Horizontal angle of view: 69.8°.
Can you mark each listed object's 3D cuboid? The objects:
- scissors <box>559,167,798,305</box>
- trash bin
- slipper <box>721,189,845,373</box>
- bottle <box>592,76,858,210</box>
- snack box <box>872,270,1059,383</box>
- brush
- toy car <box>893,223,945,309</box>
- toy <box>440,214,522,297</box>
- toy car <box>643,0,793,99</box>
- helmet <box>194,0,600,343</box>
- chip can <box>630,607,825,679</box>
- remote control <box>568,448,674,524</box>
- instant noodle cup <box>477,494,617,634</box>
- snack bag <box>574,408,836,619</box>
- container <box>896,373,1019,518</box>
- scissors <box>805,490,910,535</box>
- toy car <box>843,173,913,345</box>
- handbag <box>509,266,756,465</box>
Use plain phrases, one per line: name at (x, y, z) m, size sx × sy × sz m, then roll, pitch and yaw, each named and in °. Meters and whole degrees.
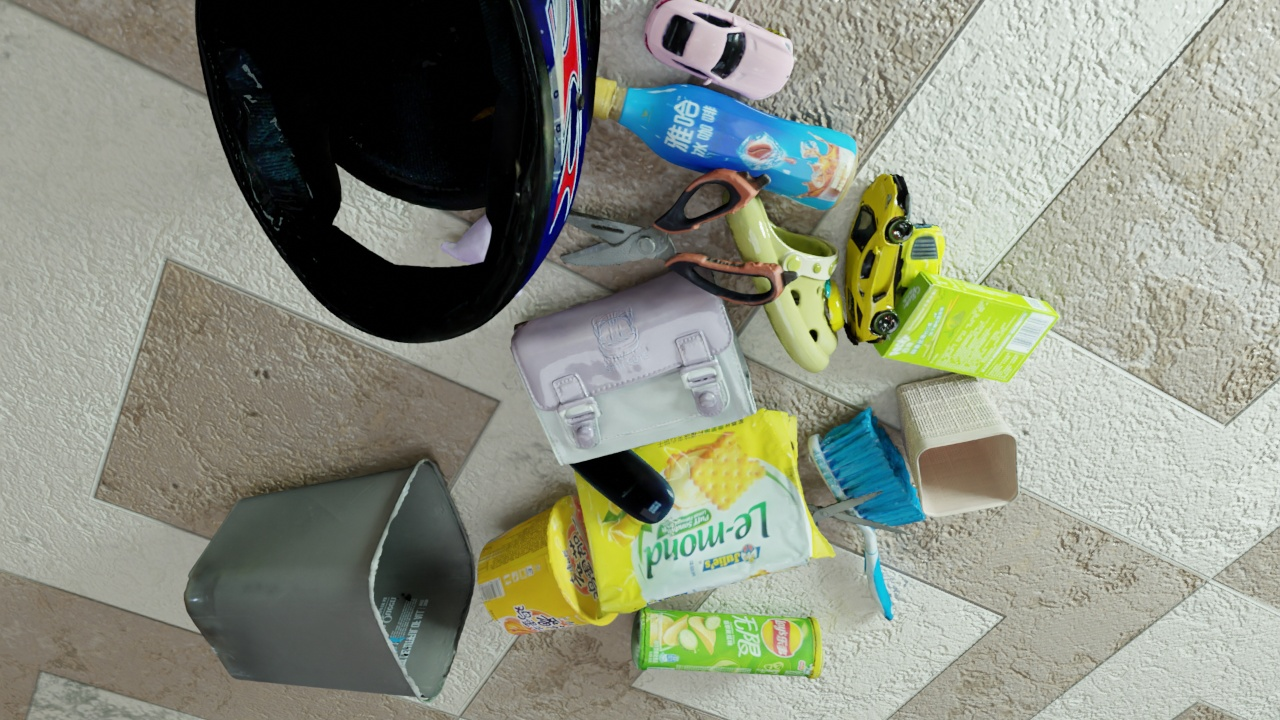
scissors at (0.027, -0.101, 0.766) m, size 0.189 × 0.015 × 0.222 m, roll 45°, pitch 132°, yaw -3°
trash bin at (-0.313, 0.231, 0.948) m, size 0.220 × 0.198 × 0.199 m, roll -6°, pitch 124°, yaw 12°
slipper at (0.136, -0.075, 0.798) m, size 0.082 × 0.091 × 0.190 m, roll -25°, pitch 117°, yaw 13°
bottle at (0.064, -0.181, 0.740) m, size 0.218 × 0.065 × 0.065 m, roll 16°, pitch 122°, yaw -9°
snack box at (0.299, -0.029, 0.844) m, size 0.156 × 0.026 × 0.086 m, roll 9°, pitch 125°, yaw -24°
brush at (0.258, 0.178, 0.992) m, size 0.110 × 0.060 × 0.314 m, roll -24°, pitch 123°, yaw 21°
toy car at (0.249, -0.073, 0.832) m, size 0.048 × 0.032 × 0.105 m, roll -3°, pitch 125°, yaw 1°
toy at (-0.112, -0.111, 0.801) m, size 0.084 × 0.038 × 0.108 m, roll 35°, pitch 115°, yaw -21°
toy car at (0.062, -0.243, 0.715) m, size 0.122 × 0.037 × 0.056 m, roll 17°, pitch 124°, yaw -13°
helmet at (-0.145, -0.196, 0.619) m, size 0.247 × 0.239 × 0.316 m, roll -3°, pitch 115°, yaw 6°
chip can at (0.100, 0.332, 1.079) m, size 0.221 × 0.072 × 0.073 m, roll 4°, pitch 124°, yaw -3°
remote control at (-0.026, 0.109, 0.907) m, size 0.053 × 0.136 × 0.024 m, roll -53°, pitch 157°, yaw -3°
instant noodle cup at (-0.098, 0.226, 0.977) m, size 0.110 × 0.137 × 0.138 m, roll -24°, pitch 121°, yaw 24°
snack bag at (0.054, 0.153, 0.919) m, size 0.247 × 0.158 × 0.068 m, roll -18°, pitch 159°, yaw 12°
container at (0.299, 0.077, 0.884) m, size 0.090 × 0.110 × 0.090 m, roll -13°, pitch 123°, yaw 8°
scissors at (0.188, 0.161, 0.958) m, size 0.181 × 0.014 × 0.160 m, roll 21°, pitch 145°, yaw 16°
toy car at (0.203, -0.088, 0.799) m, size 0.041 × 0.071 × 0.156 m, roll -1°, pitch 122°, yaw -4°
handbag at (-0.005, 0.005, 0.850) m, size 0.197 × 0.098 × 0.145 m, roll -17°, pitch 117°, yaw 10°
